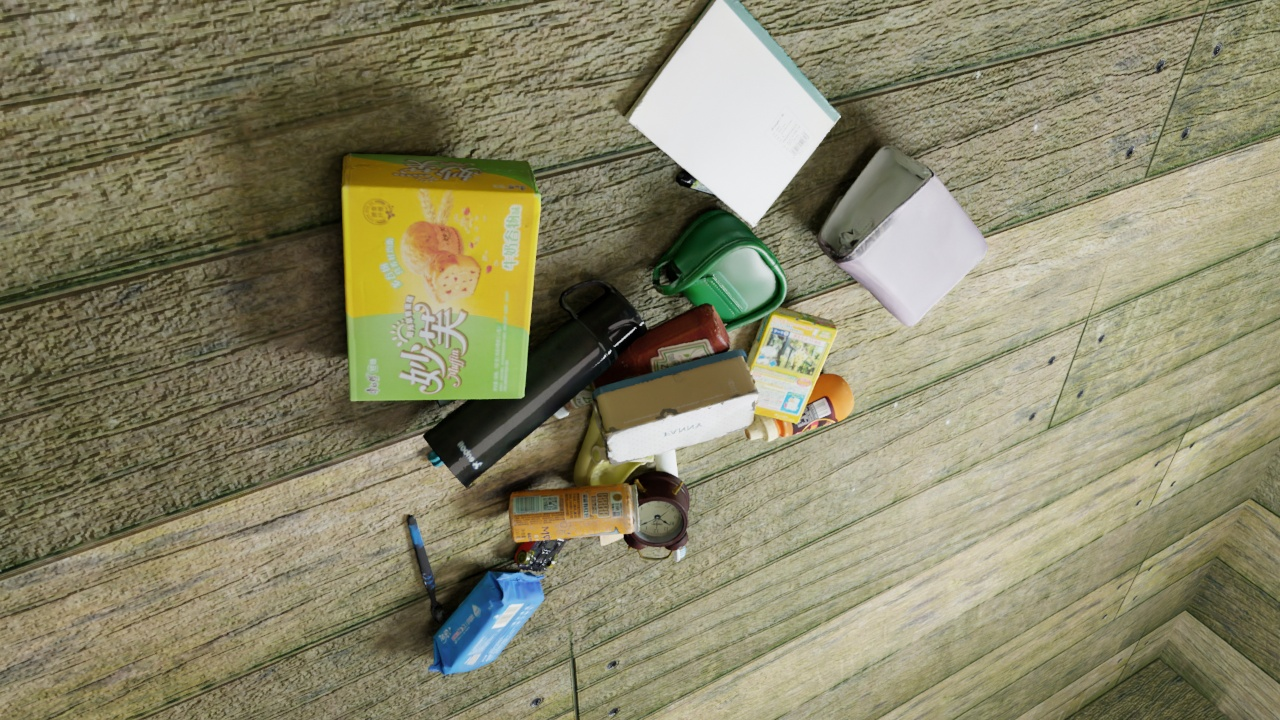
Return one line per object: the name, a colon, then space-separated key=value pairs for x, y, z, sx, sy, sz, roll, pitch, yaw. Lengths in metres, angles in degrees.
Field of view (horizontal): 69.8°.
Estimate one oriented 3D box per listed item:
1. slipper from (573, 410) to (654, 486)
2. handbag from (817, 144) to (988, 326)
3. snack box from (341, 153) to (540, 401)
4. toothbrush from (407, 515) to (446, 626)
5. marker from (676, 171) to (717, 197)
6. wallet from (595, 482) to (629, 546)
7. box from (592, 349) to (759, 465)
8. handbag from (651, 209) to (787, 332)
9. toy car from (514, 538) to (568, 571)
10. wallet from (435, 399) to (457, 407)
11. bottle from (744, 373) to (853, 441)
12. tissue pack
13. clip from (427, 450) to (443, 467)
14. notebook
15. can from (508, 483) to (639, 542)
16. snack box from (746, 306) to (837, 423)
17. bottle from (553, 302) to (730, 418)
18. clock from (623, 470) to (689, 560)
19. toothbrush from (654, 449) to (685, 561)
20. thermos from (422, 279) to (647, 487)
slipper: x=-0.011 y=0.091 z=1.059 sx=0.091 sy=0.081 sz=0.191 roll=2 pitch=123 yaw=-39
handbag: x=0.309 y=-0.144 z=1.094 sx=0.197 sy=0.098 sz=0.145 roll=29 pitch=101 yaw=-46
snack box: x=-0.174 y=-0.067 z=0.796 sx=0.157 sy=0.070 sz=0.210 roll=-1 pitch=123 yaw=-15
toothbrush: x=-0.245 y=0.245 z=1.055 sx=0.014 sy=0.016 sz=0.190 roll=-26 pitch=134 yaw=-28
marker: x=0.087 y=-0.180 z=0.969 sx=0.124 sy=0.015 sz=0.018 roll=8 pitch=113 yaw=-36
wallet: x=-0.007 y=0.188 z=1.178 sx=0.115 sy=0.024 sz=0.087 roll=-22 pitch=127 yaw=-23
box: x=0.043 y=0.048 z=0.961 sx=0.184 sy=0.059 sz=0.090 roll=-16 pitch=150 yaw=-10
handbag: x=0.088 y=-0.088 z=0.997 sx=0.120 sy=0.068 sz=0.131 roll=-40 pitch=138 yaw=10
toy car: x=-0.110 y=0.211 z=1.113 sx=0.049 sy=0.031 sz=0.106 roll=20 pitch=111 yaw=-44
wallet: x=-0.172 y=-0.019 z=0.904 sx=0.097 sy=0.019 sz=0.121 roll=-28 pitch=133 yaw=-19
bottle: x=0.206 y=0.069 z=1.214 sx=0.149 sy=0.066 sz=0.067 roll=-23 pitch=133 yaw=-11
tissue pack: x=-0.188 y=0.315 z=1.111 sx=0.157 sy=0.052 sz=0.095 roll=-51 pitch=152 yaw=7
clip: x=-0.200 y=0.092 z=0.971 sx=0.055 sy=0.013 sz=0.039 roll=-34 pitch=135 yaw=-12
notebook: x=0.099 y=-0.243 z=0.914 sx=0.209 sy=0.012 sz=0.150 roll=32 pitch=100 yaw=-40
can: x=-0.076 y=0.174 z=1.052 sx=0.146 sy=0.058 sz=0.058 roll=-4 pitch=128 yaw=-3
snack box: x=0.177 y=0.006 z=1.136 sx=0.087 sy=0.033 sz=0.141 roll=13 pitch=119 yaw=-9
bottle: x=-0.006 y=0.006 z=0.980 sx=0.206 sy=0.059 sz=0.060 roll=-25 pitch=137 yaw=10
clock: x=0.020 y=0.194 z=1.125 sx=0.082 sy=0.055 sz=0.122 roll=2 pitch=116 yaw=-1
toothbrush: x=0.037 y=0.166 z=1.157 sx=0.026 sy=0.027 sz=0.221 roll=-22 pitch=121 yaw=-25
thermos: x=-0.110 y=0.015 z=0.925 sx=0.242 sy=0.068 sz=0.090 roll=-41 pitch=103 yaw=-11
